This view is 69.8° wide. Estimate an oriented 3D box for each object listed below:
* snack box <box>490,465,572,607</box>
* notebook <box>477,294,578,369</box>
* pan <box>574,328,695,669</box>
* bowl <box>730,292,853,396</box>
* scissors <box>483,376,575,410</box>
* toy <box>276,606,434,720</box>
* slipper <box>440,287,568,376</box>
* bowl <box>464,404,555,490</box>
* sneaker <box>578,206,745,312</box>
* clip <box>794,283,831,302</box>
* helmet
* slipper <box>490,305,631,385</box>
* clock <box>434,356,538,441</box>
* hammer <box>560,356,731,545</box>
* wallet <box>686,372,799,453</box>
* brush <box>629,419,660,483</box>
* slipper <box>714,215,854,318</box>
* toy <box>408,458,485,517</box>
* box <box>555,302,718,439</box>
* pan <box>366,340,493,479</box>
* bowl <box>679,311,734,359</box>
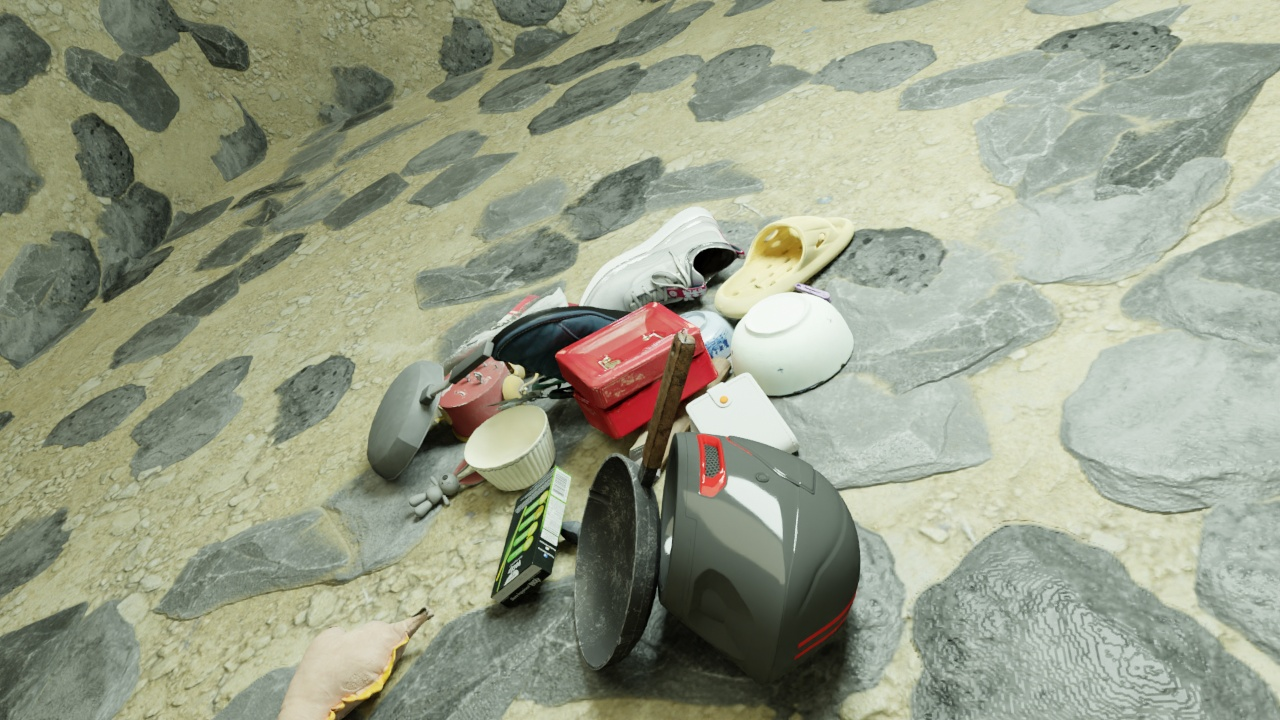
[{"bbox_3d":[-0.121,0.196,1.034,0.080,0.025,0.147,-43,22,31],"label":"snack box"},{"bbox_3d":[-0.168,-0.046,1.460,0.209,0.012,0.152,13,51,47],"label":"notebook"},{"bbox_3d":[0.000,0.127,0.844,0.040,0.358,0.207,10,29,-17],"label":"pan"},{"bbox_3d":[0.179,-0.032,1.132,0.153,0.073,0.153,-18,32,12],"label":"bowl"},{"bbox_3d":[-0.107,0.044,1.212,0.142,0.015,0.209,7,17,31],"label":"scissors"},{"bbox_3d":[-0.316,0.371,0.922,0.196,0.065,0.263,-21,33,18],"label":"toy"},{"bbox_3d":[-0.202,-0.030,1.376,0.247,0.074,0.112,-24,2,25],"label":"slipper"},{"bbox_3d":[-0.159,0.118,1.172,0.115,0.062,0.115,-19,33,12],"label":"bowl"},{"bbox_3d":[0.030,-0.112,1.342,0.263,0.097,0.128,-37,43,-8],"label":"sneaker"},{"bbox_3d":[0.226,-0.091,1.222,0.052,0.042,0.014,-8,32,50],"label":"clip"},{"bbox_3d":[0.107,0.166,0.814,0.170,0.164,0.264,7,29,-2],"label":"helmet"},{"bbox_3d":[-0.068,-0.008,1.192,0.109,0.265,0.083,-42,61,39],"label":"slipper"},{"bbox_3d":[-0.219,0.039,1.309,0.159,0.081,0.117,-24,32,5],"label":"clock"},{"bbox_3d":[0.025,0.104,1.086,0.130,0.040,0.320,-1,39,41],"label":"hammer"},{"bbox_3d":[0.099,0.083,1.036,0.115,0.037,0.118,-29,52,-3],"label":"wallet"},{"bbox_3d":[0.005,0.102,1.058,0.039,0.012,0.151,-26,24,12],"label":"brush"},{"bbox_3d":[0.192,-0.152,1.277,0.111,0.079,0.260,12,43,47],"label":"slipper"},{"bbox_3d":[-0.252,0.163,1.204,0.111,0.030,0.049,-35,61,-8],"label":"toy"},{"bbox_3d":[-0.001,0.019,1.122,0.157,0.112,0.134,-28,26,-14],"label":"box"},{"bbox_3d":[-0.288,0.047,1.229,0.358,0.041,0.178,-31,40,48],"label":"pan"},{"bbox_3d":[0.071,-0.033,1.237,0.114,0.045,0.114,-19,33,13],"label":"bowl"}]
